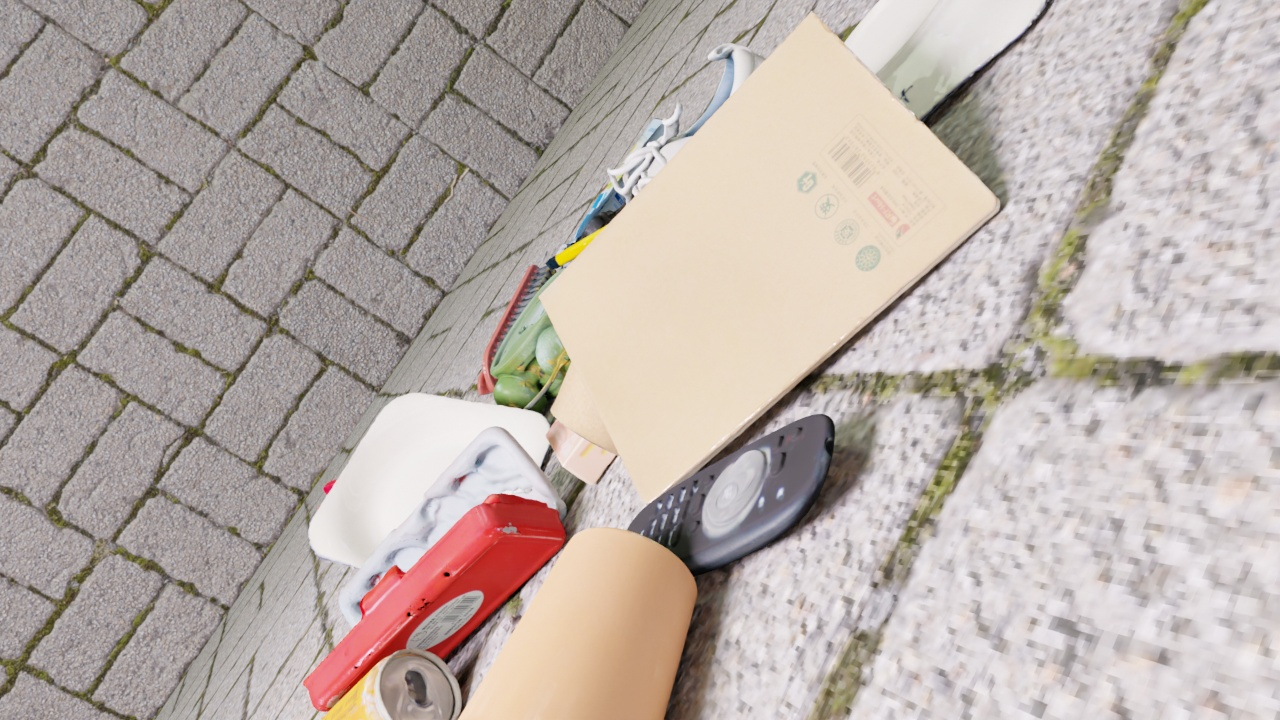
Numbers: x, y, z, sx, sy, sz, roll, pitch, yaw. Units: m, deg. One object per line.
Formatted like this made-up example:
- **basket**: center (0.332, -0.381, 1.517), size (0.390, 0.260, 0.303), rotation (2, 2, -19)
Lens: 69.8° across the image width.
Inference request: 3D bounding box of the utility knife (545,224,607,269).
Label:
- **utility knife**: center (0.007, -0.126, 0.777), size (0.224, 0.015, 0.033), rotation (-25, 9, 29)

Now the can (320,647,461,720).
- **can**: center (-0.171, 0.235, 0.562), size (0.146, 0.058, 0.058), rotation (-45, 18, 29)

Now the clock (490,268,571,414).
- **clock**: center (-0.081, -0.011, 0.808), size (0.116, 0.056, 0.160), rotation (-44, 19, 33)

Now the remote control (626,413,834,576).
- **remote control**: center (0.036, 0.064, 0.384), size (0.137, 0.024, 0.053), rotation (-36, 23, 45)

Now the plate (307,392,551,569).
- **plate**: center (-0.157, 0.102, 0.715), size (0.164, 0.034, 0.163), rotation (7, 51, 21)

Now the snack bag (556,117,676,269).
- **snack bag**: center (-0.028, -0.163, 0.972), size (0.191, 0.039, 0.110), rotation (-54, 2, -3)

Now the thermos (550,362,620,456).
- **thermos**: center (0.008, -0.019, 0.528), size (0.143, 0.093, 0.093), rotation (-61, 16, 5)

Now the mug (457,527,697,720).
- **mug**: center (-0.024, 0.128, 0.345), size (0.078, 0.078, 0.122), rotation (-37, 18, 46)

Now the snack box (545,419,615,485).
- **snack box**: center (-0.004, 0.004, 0.612), size (0.157, 0.026, 0.084), rotation (-55, 16, 0)

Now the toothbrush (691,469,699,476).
- **toothbrush**: center (0.009, 0.075, 0.451), size (0.189, 0.029, 0.020), rotation (-58, -24, -16)

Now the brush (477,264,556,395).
- **brush**: center (-0.119, -0.025, 0.934), size (0.069, 0.063, 0.145), rotation (-17, 41, 47)

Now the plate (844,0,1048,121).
- **plate**: center (0.153, -0.181, 0.532), size (0.165, 0.034, 0.163), rotation (-44, 19, 34)

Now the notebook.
- **notebook**: center (0.044, -0.049, 0.442), size (0.208, 0.008, 0.147), rotation (-44, 55, 21)

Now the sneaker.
- **sneaker**: center (0.023, -0.125, 0.683), size (0.242, 0.090, 0.089), rotation (-53, 15, 8)

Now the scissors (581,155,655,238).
- **scissors**: center (-0.013, -0.152, 0.891), size (0.159, 0.014, 0.182), rotation (-49, -3, -31)

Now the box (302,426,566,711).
- **box**: center (-0.141, 0.133, 0.600), size (0.202, 0.095, 0.100), rotation (-46, 55, 21)

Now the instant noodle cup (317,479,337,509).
- **instant noodle cup**: center (-0.201, 0.118, 0.810), size (0.124, 0.116, 0.117), rotation (-49, 12, -25)
